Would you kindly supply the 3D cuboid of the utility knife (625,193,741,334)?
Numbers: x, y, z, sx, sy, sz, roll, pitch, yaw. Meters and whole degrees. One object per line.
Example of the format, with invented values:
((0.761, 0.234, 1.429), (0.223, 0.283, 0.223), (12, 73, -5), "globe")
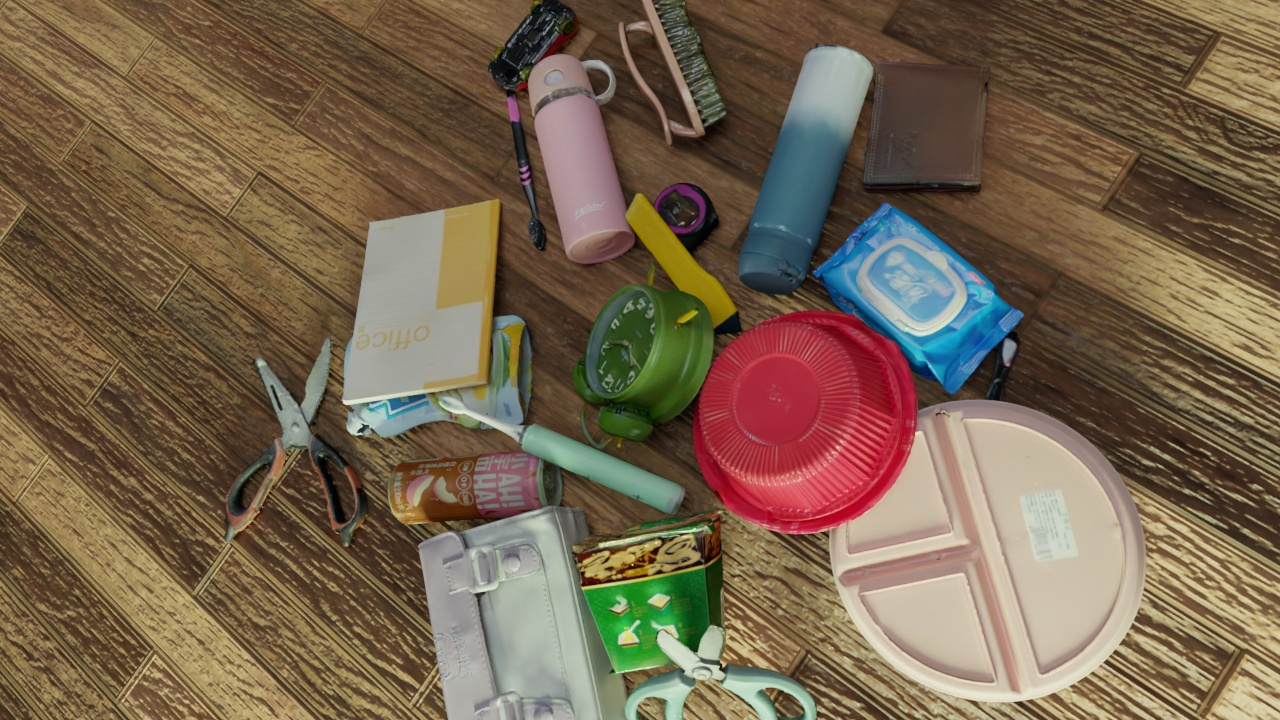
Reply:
((0.039, -0.084, 0.818), (0.033, 0.015, 0.154), (-37, 89, 13), "utility knife")

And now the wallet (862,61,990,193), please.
((0.251, -0.206, 0.808), (0.101, 0.032, 0.124), (5, 76, 19), "wallet")

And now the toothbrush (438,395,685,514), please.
((-0.067, 0.077, 0.777), (0.224, 0.027, 0.026), (24, 72, -4), "toothbrush")

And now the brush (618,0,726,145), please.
((0.030, -0.272, 0.867), (0.073, 0.063, 0.145), (-21, 73, 5), "brush")

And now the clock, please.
((-0.005, 0.005, 0.783), (0.161, 0.056, 0.116), (-59, 35, 17), "clock")

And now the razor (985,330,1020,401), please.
((0.282, 0.041, 0.739), (0.043, 0.022, 0.142), (17, 81, 17), "razor")

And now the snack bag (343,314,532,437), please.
((-0.197, 0.016, 0.867), (0.191, 0.039, 0.110), (-5, 81, 15), "snack bag")

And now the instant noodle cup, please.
((0.119, 0.039, 0.738), (0.194, 0.066, 0.193), (-11, 66, 26), "instant noodle cup")

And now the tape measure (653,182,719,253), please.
((0.040, -0.133, 0.840), (0.057, 0.039, 0.058), (-44, 69, 1), "tape measure")

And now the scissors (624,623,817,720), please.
((0.068, 0.252, 0.694), (0.178, 0.173, 0.019), (11, 39, -3), "scissors")

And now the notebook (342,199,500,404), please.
((-0.207, -0.060, 0.879), (0.146, 0.010, 0.206), (-8, 61, 14), "notebook")

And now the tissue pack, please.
((0.229, -0.054, 0.762), (0.095, 0.052, 0.157), (-44, 70, 1), "tissue pack")

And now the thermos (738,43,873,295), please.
((0.142, -0.166, 0.809), (0.070, 0.070, 0.220), (17, 81, 18), "thermos")

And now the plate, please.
((0.258, 0.143, 0.700), (0.230, 0.028, 0.229), (-4, 80, 20), "plate")

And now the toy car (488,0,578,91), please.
((-0.109, -0.319, 0.932), (0.049, 0.031, 0.106), (37, 86, 21), "toy car")

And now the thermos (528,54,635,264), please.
((-0.050, -0.196, 0.868), (0.087, 0.067, 0.198), (-14, 71, 3), "thermos")

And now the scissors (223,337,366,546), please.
((-0.332, 0.085, 0.895), (0.189, 0.015, 0.222), (19, 82, 19), "scissors")

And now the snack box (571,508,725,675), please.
((0.019, 0.184, 0.733), (0.118, 0.118, 0.105), (-13, 85, 12), "snack box")

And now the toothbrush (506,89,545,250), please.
((-0.117, -0.195, 0.910), (0.014, 0.018, 0.189), (-17, 71, 12), "toothbrush")

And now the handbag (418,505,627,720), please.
((-0.101, 0.231, 0.755), (0.145, 0.098, 0.197), (-20, 74, 18), "handbag")

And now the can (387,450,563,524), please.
((-0.147, 0.112, 0.816), (0.147, 0.058, 0.058), (-6, 74, 14), "can")
